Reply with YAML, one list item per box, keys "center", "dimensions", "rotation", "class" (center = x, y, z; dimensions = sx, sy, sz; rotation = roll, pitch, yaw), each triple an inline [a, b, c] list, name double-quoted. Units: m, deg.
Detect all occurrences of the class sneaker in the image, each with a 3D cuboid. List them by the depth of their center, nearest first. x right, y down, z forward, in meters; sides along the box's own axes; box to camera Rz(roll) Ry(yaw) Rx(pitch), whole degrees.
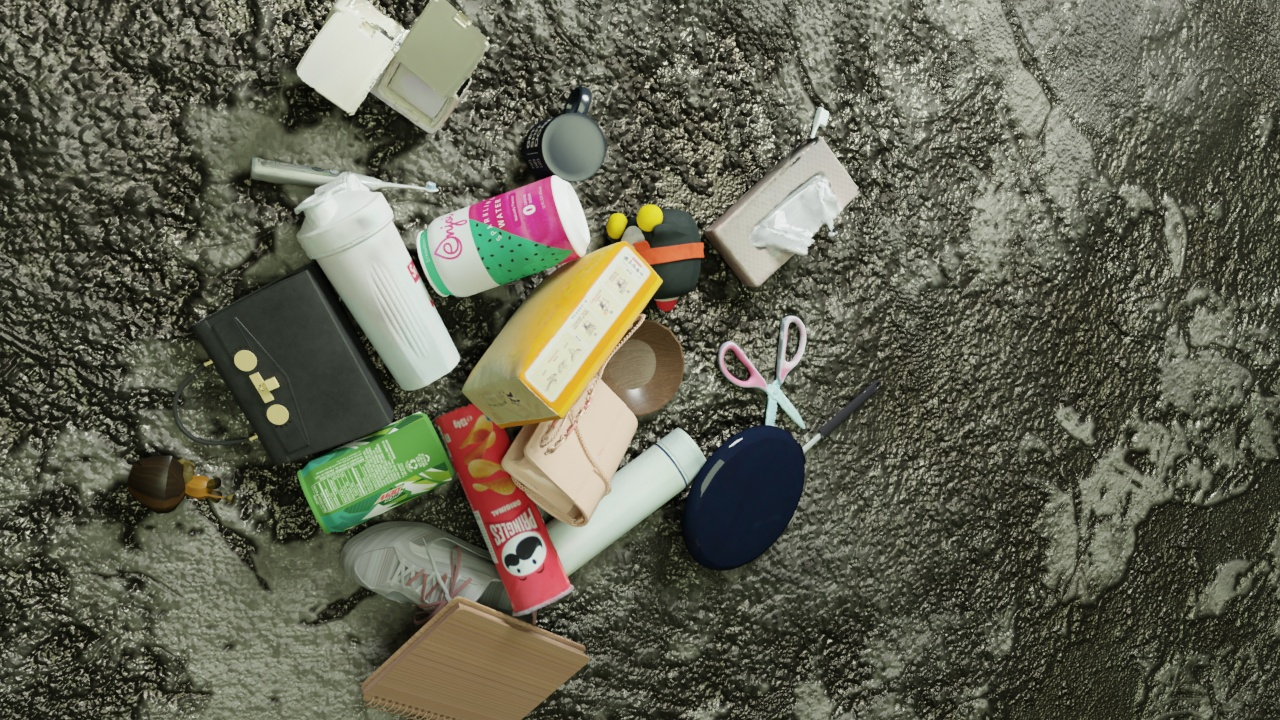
- center: [-0.215, 0.252, 1.024]
  dimensions: [0.236, 0.089, 0.099]
  rotation: [21, 91, -23]
  class: "sneaker"

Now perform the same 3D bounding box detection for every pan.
- center: [0.194, 0.131, 1.176]
  dimensions: [0.355, 0.021, 0.199]
  rotation: [-37, 129, -20]
  class: "pan"

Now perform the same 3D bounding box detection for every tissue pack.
- center: [0.178, -0.176, 1.106]
  dimensions: [0.181, 0.071, 0.104]
  rotation: [-42, 103, -8]
  class: "tissue pack"

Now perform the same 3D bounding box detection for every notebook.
- center: [-0.184, 0.354, 1.032]
  dimensions: [0.169, 0.022, 0.210]
  rotation: [-43, 131, 12]
  class: "notebook"

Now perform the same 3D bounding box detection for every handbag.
- center: [-0.384, 0.022, 0.942]
  dimensions: [0.195, 0.072, 0.176]
  rotation: [-25, 108, -4]
  class: "handbag"
- center: [-0.040, 0.078, 0.966]
  dimensions: [0.116, 0.188, 0.198]
  rotation: [43, 45, -14]
  class: "handbag"

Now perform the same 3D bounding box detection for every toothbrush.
- center: [-0.303, -0.186, 0.949]
  dimensions: [0.185, 0.022, 0.024]
  rotation: [4, 115, -21]
  class: "toothbrush"
- center: [0.203, -0.223, 1.145]
  dimensions: [0.017, 0.012, 0.187]
  rotation: [14, 94, -26]
  class: "toothbrush"

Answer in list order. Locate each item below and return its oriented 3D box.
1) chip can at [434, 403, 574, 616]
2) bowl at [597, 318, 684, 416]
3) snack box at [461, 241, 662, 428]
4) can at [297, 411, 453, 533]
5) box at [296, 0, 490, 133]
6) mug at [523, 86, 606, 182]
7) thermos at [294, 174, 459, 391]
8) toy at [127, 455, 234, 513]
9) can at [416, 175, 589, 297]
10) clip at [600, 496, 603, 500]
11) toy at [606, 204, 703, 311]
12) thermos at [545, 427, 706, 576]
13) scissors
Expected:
- center: [-0.151, 0.157, 1.008]
  dimensions: [0.073, 0.073, 0.233]
  rotation: [-22, 88, -17]
  class: "chip can"
- center: [-0.007, 0.006, 1.093]
  dimensions: [0.117, 0.030, 0.118]
  rotation: [-4, 101, -20]
  class: "bowl"
- center: [-0.089, -0.030, 0.965]
  dimensions: [0.080, 0.145, 0.194]
  rotation: [45, 62, -19]
  class: "snack box"
- center: [-0.281, 0.120, 0.978]
  dimensions: [0.144, 0.083, 0.083]
  rotation: [-25, 107, -16]
  class: "can"
- center: [-0.236, -0.273, 0.853]
  dimensions: [0.143, 0.195, 0.101]
  rotation: [33, 65, -18]
  class: "box"
- center: [-0.078, -0.245, 0.995]
  dimensions: [0.071, 0.077, 0.105]
  rotation: [16, 93, -23]
  class: "mug"
- center: [-0.269, -0.079, 0.946]
  dimensions: [0.099, 0.099, 0.220]
  rotation: [-31, 116, -14]
  class: "thermos"
- center: [-0.459, 0.126, 0.923]
  dimensions: [0.100, 0.062, 0.076]
  rotation: [12, 132, -9]
  class: "toy"
- center: [-0.142, -0.127, 0.959]
  dimensions: [0.166, 0.088, 0.088]
  rotation: [-18, 107, 9]
  class: "can"
- center: [-0.064, 0.146, 1.072]
  dimensions: [0.023, 0.076, 0.047]
  rotation: [-39, 110, -11]
  class: "clip"
- center: [0.025, -0.115, 1.048]
  dimensions: [0.099, 0.098, 0.119]
  rotation: [-12, 95, -38]
  class: "toy"
- center: [-0.025, 0.171, 1.097]
  dimensions: [0.229, 0.068, 0.068]
  rotation: [-36, 110, -13]
  class: "thermos"
- center: [0.178, 0.018, 1.177]
  dimensions: [0.158, 0.014, 0.172]
  rotation: [-46, 111, -8]
  class: "scissors"
